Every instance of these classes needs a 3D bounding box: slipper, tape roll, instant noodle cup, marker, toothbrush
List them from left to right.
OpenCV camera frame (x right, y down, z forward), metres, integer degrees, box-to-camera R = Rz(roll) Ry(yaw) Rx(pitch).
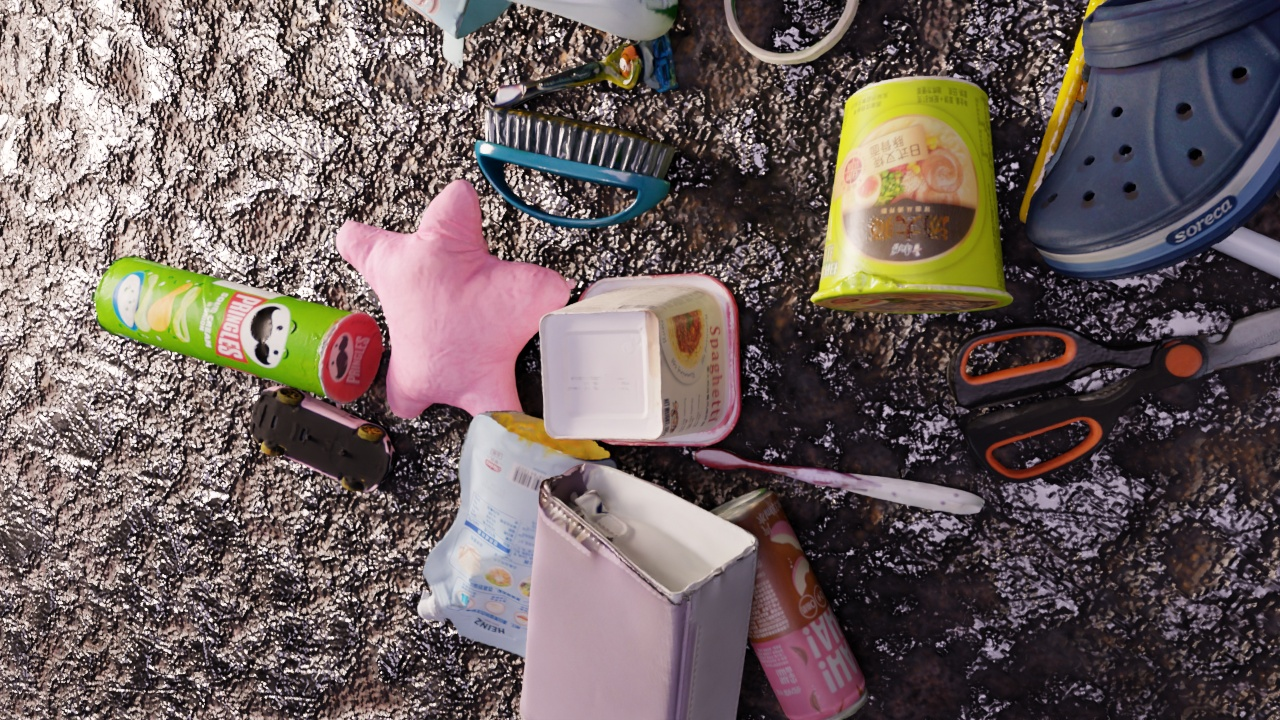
[{"bbox_3d":[-0.095,-0.254,0.613,0.245,0.103,0.074,20,128,6],"label":"slipper"},{"bbox_3d":[-0.003,0.003,0.586,0.117,0.124,0.116,-1,94,20],"label":"instant noodle cup"},{"bbox_3d":[0.096,-0.234,0.586,0.086,0.013,0.086,2,95,20],"label":"tape roll"},{"bbox_3d":[0.127,0.078,0.604,0.188,0.017,0.016,8,95,17],"label":"toothbrush"},{"bbox_3d":[0.157,-0.094,0.533,0.112,0.111,0.123,1,87,20],"label":"instant noodle cup"},{"bbox_3d":[0.279,-0.160,0.459,0.095,0.105,0.253,28,94,-22],"label":"slipper"},{"bbox_3d":[0.318,-0.078,0.518,0.131,0.018,0.022,29,95,16],"label":"marker"}]

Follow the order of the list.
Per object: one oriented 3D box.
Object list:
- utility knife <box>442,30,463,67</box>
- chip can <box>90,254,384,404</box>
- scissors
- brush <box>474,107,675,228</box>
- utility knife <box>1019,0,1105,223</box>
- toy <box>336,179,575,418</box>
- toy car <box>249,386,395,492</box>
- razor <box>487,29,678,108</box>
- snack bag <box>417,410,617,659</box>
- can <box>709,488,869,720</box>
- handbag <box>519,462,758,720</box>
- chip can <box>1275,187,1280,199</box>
[{"bbox_3d":[-0.127,-0.326,0.659,0.034,0.018,0.225,8,99,19],"label":"utility knife"},{"bbox_3d":[-0.322,-0.028,0.729,0.236,0.072,0.072,14,99,19],"label":"chip can"},{"bbox_3d":[0.302,0.016,0.534,0.235,0.021,0.152,6,104,16],"label":"scissors"},{"bbox_3d":[-0.049,-0.128,0.627,0.144,0.055,0.073,16,99,18],"label":"brush"},{"bbox_3d":[0.258,-0.145,0.534,0.033,0.015,0.156,19,101,20],"label":"utility knife"},{"bbox_3d":[-0.123,-0.026,0.652,0.179,0.074,0.194,-10,103,25],"label":"toy"},{"bbox_3d":[-0.252,0.061,0.731,0.122,0.037,0.056,24,106,4],"label":"toy car"},{"bbox_3d":[-0.046,-0.196,0.638,0.143,0.022,0.042,-7,90,21],"label":"razor"},{"bbox_3d":[-0.093,0.132,0.662,0.110,0.038,0.191,17,113,-9],"label":"snack bag"},{"bbox_3d":[0.092,0.160,0.600,0.058,0.057,0.147,-27,86,20],"label":"can"},{"bbox_3d":[-0.007,0.179,0.593,0.145,0.098,0.197,23,120,34],"label":"handbag"},{"bbox_3d":[0.434,-0.127,0.442,0.214,0.072,0.072,-9,92,21],"label":"chip can"}]
